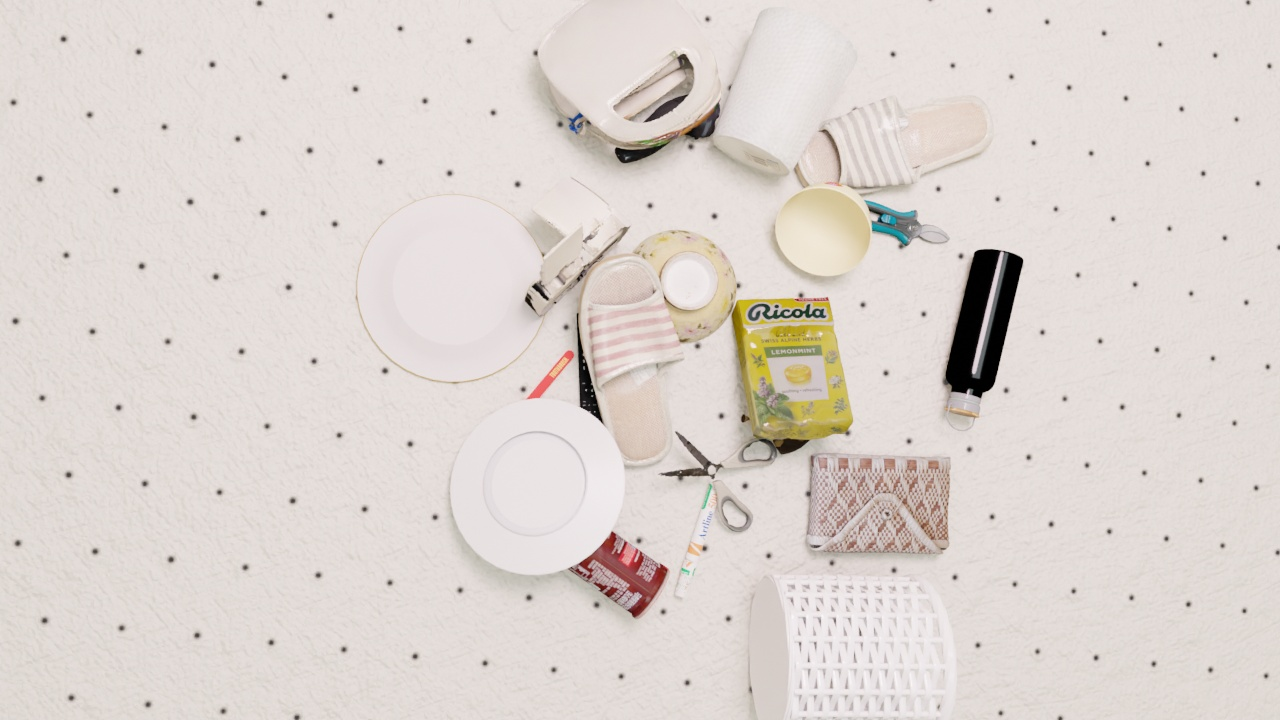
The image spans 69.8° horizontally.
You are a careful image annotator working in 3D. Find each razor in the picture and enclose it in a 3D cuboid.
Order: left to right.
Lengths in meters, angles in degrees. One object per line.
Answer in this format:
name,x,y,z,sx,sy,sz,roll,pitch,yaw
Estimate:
razor,0.035,-0.282,1.137,0.140,0.053,0.064,-33,117,-3

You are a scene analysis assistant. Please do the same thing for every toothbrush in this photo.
toothbrush,-0.151,0.070,1.113,0.012,0.018,0.212,40,84,-4

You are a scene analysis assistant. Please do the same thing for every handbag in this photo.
handbag,-0.004,-0.339,1.101,0.200,0.093,0.199,-37,76,-7
handbag,0.304,0.181,1.155,0.185,0.047,0.124,2,87,-8

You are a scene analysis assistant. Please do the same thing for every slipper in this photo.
slipper,-0.006,0.006,1.083,0.115,0.052,0.263,-10,108,-8
slipper,0.330,-0.280,1.175,0.272,0.054,0.114,-13,95,-9

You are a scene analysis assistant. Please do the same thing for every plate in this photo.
plate,-0.225,-0.089,1.107,0.229,0.021,0.229,0,88,-8
plate,-0.122,0.143,1.072,0.209,0.015,0.208,-2,73,6

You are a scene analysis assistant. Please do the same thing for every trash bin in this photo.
trash bin,0.169,-0.321,1.118,0.133,0.133,0.161,26,89,-6

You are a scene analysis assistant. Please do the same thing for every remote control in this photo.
remote control,-0.061,0.010,1.131,0.030,0.009,0.140,-2,88,-8

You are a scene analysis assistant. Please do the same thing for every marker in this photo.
marker,0.072,0.222,1.137,0.017,0.017,0.145,19,85,-7

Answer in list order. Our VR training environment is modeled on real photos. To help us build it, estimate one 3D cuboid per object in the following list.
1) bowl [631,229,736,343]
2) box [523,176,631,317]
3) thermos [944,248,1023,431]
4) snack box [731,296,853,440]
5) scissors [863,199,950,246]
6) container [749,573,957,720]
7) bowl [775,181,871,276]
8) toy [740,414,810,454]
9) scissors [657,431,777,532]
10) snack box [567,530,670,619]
bowl,0.054,-0.095,1.123,0.145,0.063,0.145,0,88,-9
box,-0.090,-0.146,1.043,0.099,0.184,0.143,45,74,-3
thermos,0.431,-0.023,1.171,0.061,0.061,0.231,15,86,-7
snack box,0.183,0.007,1.111,0.121,0.045,0.180,-2,62,-7
scissors,0.328,-0.171,1.185,0.139,0.019,0.136,-36,95,-8
container,0.239,0.344,1.069,0.186,0.189,0.189,3,87,-6
bowl,0.235,-0.174,1.139,0.118,0.118,0.073,41,41,-4
toy,0.172,0.078,1.130,0.100,0.062,0.076,8,104,-25
scissors,0.102,0.141,1.129,0.170,0.013,0.157,-23,103,-21
snack box,-0.034,0.245,1.096,0.121,0.072,0.072,36,84,-4
